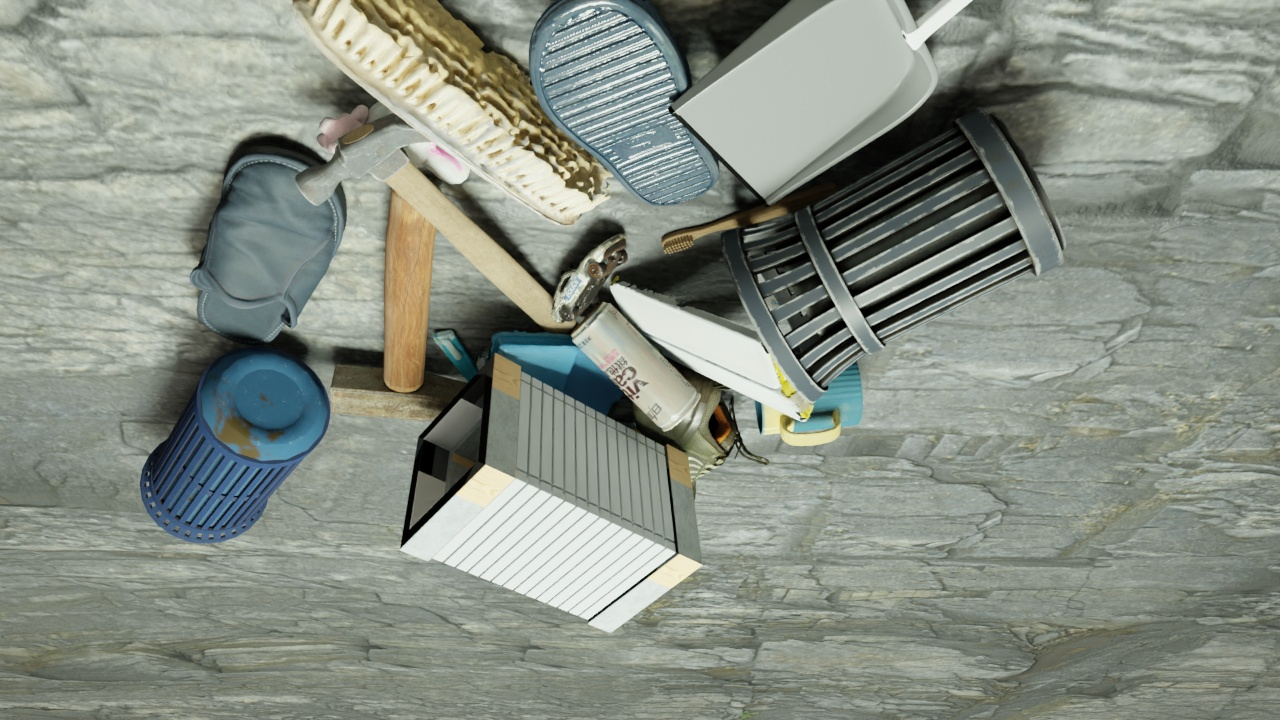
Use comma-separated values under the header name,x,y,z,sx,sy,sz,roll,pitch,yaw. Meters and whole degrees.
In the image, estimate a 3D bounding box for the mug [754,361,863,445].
name,x,y,z,sx,sy,sz,roll,pitch,yaw
mug,0.178,0.045,0.971,0.107,0.113,0.083,-4,129,1

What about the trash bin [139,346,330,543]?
name,x,y,z,sx,sy,sz,roll,pitch,yaw
trash bin,-0.433,0.091,0.982,0.139,0.139,0.250,23,141,-28

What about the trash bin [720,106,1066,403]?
name,x,y,z,sx,sy,sz,roll,pitch,yaw
trash bin,0.206,-0.089,0.750,0.228,0.164,0.164,-28,136,18

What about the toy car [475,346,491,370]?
name,x,y,z,sx,sy,sz,roll,pitch,yaw
toy car,-0.133,0.002,0.979,0.090,0.027,0.039,-11,143,13

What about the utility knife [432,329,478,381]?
name,x,y,z,sx,sy,sz,roll,pitch,yaw
utility knife,-0.190,0.006,0.993,0.022,0.015,0.117,-22,141,1

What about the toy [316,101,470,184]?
name,x,y,z,sx,sy,sz,roll,pitch,yaw
toy,-0.193,-0.176,0.734,0.125,0.037,0.076,1,140,-25

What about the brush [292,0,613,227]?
name,x,y,z,sx,sy,sz,roll,pitch,yaw
brush,-0.127,-0.195,0.677,0.057,0.083,0.271,-28,134,32

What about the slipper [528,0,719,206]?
name,x,y,z,sx,sy,sz,roll,pitch,yaw
slipper,-0.009,-0.202,0.683,0.101,0.082,0.263,-17,159,14

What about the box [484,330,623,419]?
name,x,y,z,sx,sy,sz,roll,pitch,yaw
box,-0.103,0.062,0.994,0.174,0.033,0.232,-1,133,-29

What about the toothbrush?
name,x,y,z,sx,sy,sz,roll,pitch,yaw
toothbrush,0.096,-0.127,0.824,0.167,0.016,0.016,-16,141,18

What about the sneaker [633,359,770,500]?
name,x,y,z,sx,sy,sz,roll,pitch,yaw
sneaker,0.074,0.088,1.037,0.143,0.100,0.238,1,137,8

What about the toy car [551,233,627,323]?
name,x,y,z,sx,sy,sz,roll,pitch,yaw
toy car,-0.051,-0.080,0.863,0.040,0.048,0.113,44,132,6

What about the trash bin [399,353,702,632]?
name,x,y,z,sx,sy,sz,roll,pitch,yaw
trash bin,-0.084,0.137,0.909,0.246,0.142,0.143,30,123,-27

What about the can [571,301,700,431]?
name,x,y,z,sx,sy,sz,roll,pitch,yaw
can,-0.005,0.005,0.912,0.135,0.054,0.054,46,129,-7

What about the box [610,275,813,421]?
name,x,y,z,sx,sy,sz,roll,pitch,yaw
box,0.063,-0.012,0.863,0.210,0.034,0.129,27,162,43

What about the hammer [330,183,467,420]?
name,x,y,z,sx,sy,sz,roll,pitch,yaw
hammer,-0.217,-0.048,0.885,0.158,0.037,0.302,6,137,-12

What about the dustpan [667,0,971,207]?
name,x,y,z,sx,sy,sz,roll,pitch,yaw
dustpan,0.163,-0.218,0.654,0.258,0.033,0.163,-38,148,17

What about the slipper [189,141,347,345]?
name,x,y,z,sx,sy,sz,roll,pitch,yaw
slipper,-0.345,-0.077,0.828,0.109,0.083,0.266,22,136,-23

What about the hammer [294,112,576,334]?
name,x,y,z,sx,sy,sz,roll,pitch,yaw
hammer,-0.143,-0.097,0.806,0.119,0.030,0.331,-32,145,8

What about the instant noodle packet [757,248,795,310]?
name,x,y,z,sx,sy,sz,roll,pitch,yaw
instant noodle packet,0.180,-0.084,0.873,0.134,0.026,0.087,-9,142,10

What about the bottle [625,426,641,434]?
name,x,y,z,sx,sy,sz,roll,pitch,yaw
bottle,-0.043,0.114,1.107,0.051,0.051,0.147,26,135,-30
